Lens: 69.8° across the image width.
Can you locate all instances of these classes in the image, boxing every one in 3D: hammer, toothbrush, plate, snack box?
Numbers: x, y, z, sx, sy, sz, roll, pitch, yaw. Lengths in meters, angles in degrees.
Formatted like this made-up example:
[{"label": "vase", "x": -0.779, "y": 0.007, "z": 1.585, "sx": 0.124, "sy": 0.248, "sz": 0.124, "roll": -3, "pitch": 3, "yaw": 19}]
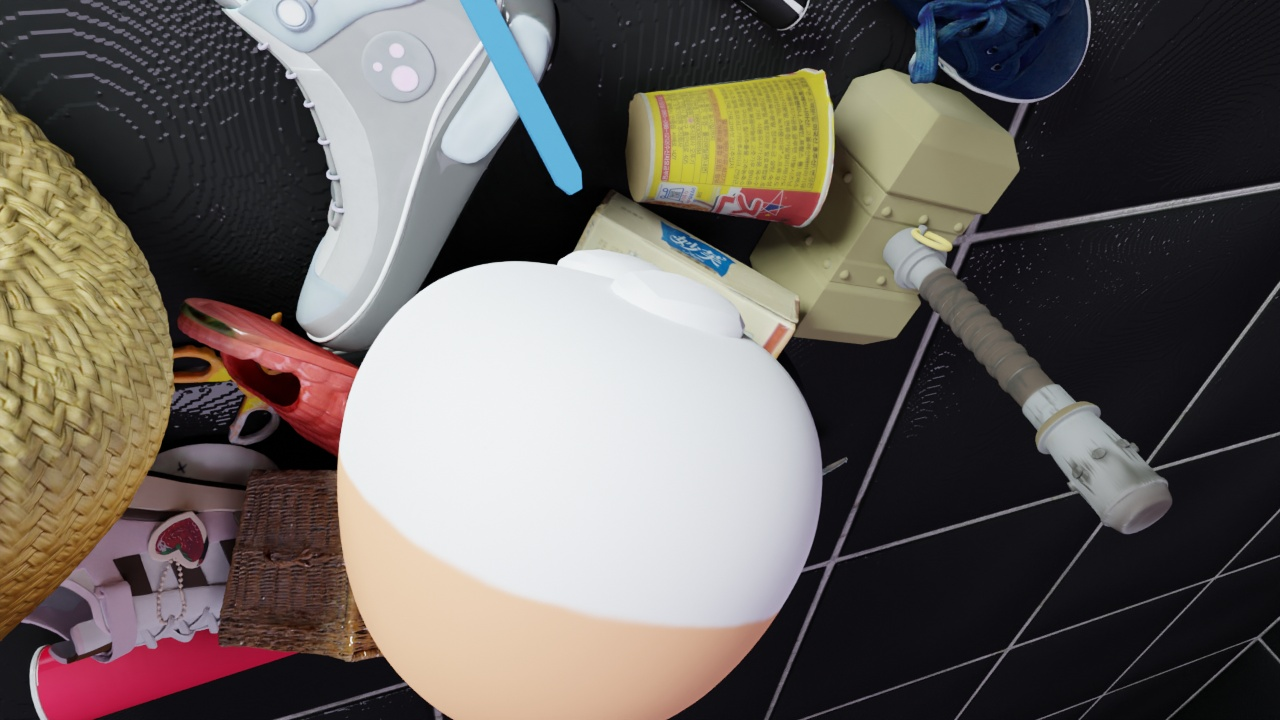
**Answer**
[{"label": "hammer", "x": 0.215, "y": -0.025, "z": 0.598, "sx": 0.100, "sy": 0.324, "sz": 0.191, "roll": 4, "pitch": 130, "yaw": -32}, {"label": "toothbrush", "x": -0.068, "y": -0.154, "z": 0.426, "sx": 0.016, "sy": 0.014, "sz": 0.166, "roll": -33, "pitch": 107, "yaw": -17}, {"label": "plate", "x": -0.316, "y": 0.102, "z": 0.670, "sx": 0.104, "sy": 0.026, "sz": 0.104, "roll": -12, "pitch": 141, "yaw": -10}, {"label": "snack box", "x": -0.004, "y": 0.004, "z": 0.661, "sx": 0.153, "sy": 0.055, "sz": 0.208, "roll": 30, "pitch": 121, "yaw": -3}]

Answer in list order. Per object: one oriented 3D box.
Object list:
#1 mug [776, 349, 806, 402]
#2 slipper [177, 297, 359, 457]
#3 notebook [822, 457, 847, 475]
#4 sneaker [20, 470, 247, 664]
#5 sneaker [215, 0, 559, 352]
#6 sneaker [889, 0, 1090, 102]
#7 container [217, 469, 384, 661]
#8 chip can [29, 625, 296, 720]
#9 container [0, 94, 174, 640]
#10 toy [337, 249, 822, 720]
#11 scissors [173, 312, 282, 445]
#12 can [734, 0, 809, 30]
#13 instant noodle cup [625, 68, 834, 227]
[{"label": "mug", "x": 0.089, "y": 0.025, "z": 0.759, "sx": 0.085, "sy": 0.094, "sz": 0.121, "roll": -32, "pitch": 139, "yaw": 7}, {"label": "slipper", "x": -0.192, "y": 0.033, "z": 0.600, "sx": 0.059, "sy": 0.104, "sz": 0.248, "roll": -62, "pitch": 145, "yaw": -7}, {"label": "notebook", "x": 0.072, "y": 0.161, "z": 0.870, "sx": 0.254, "sy": 0.009, "sz": 0.180, "roll": -32, "pitch": 168, "yaw": 19}, {"label": "sneaker", "x": -0.302, "y": 0.154, "z": 0.621, "sx": 0.112, "sy": 0.116, "sz": 0.293, "roll": -39, "pitch": 139, "yaw": 22}, {"label": "sneaker", "x": -0.167, "y": -0.122, "z": 0.488, "sx": 0.160, "sy": 0.093, "sz": 0.257, "roll": 23, "pitch": 121, "yaw": -32}, {"label": "sneaker", "x": 0.206, "y": -0.217, "z": 0.550, "sx": 0.294, "sy": 0.127, "sz": 0.121, "roll": 16, "pitch": 122, "yaw": -41}, {"label": "container", "x": -0.174, "y": 0.140, "z": 0.643, "sx": 0.114, "sy": 0.112, "sz": 0.198, "roll": -4, "pitch": 167, "yaw": 28}, {"label": "chip can", "x": -0.365, "y": 0.232, "z": 0.754, "sx": 0.220, "sy": 0.069, "sz": 0.069, "roll": -16, "pitch": 138, "yaw": -13}, {"label": "container", "x": -0.344, "y": -0.003, "z": 0.346, "sx": 0.197, "sy": 0.306, "sz": 0.307, "roll": -36, "pitch": 139, "yaw": 16}, {"label": "toy", "x": -0.036, "y": 0.080, "z": 0.516, "sx": 0.265, "sy": 0.263, "sz": 0.281, "roll": 12, "pitch": 100, "yaw": -30}, {"label": "scissors", "x": -0.267, "y": 0.015, "z": 0.625, "sx": 0.125, "sy": 0.011, "sz": 0.131, "roll": -1, "pitch": 135, "yaw": -27}, {"label": "can", "x": 0.062, "y": -0.224, "z": 0.534, "sx": 0.080, "sy": 0.031, "sz": 0.032, "roll": 17, "pitch": 123, "yaw": -39}, {"label": "instant noodle cup", "x": 0.051, "y": -0.133, "z": 0.584, "sx": 0.112, "sy": 0.100, "sz": 0.101, "roll": -4, "pitch": 135, "yaw": -13}]
